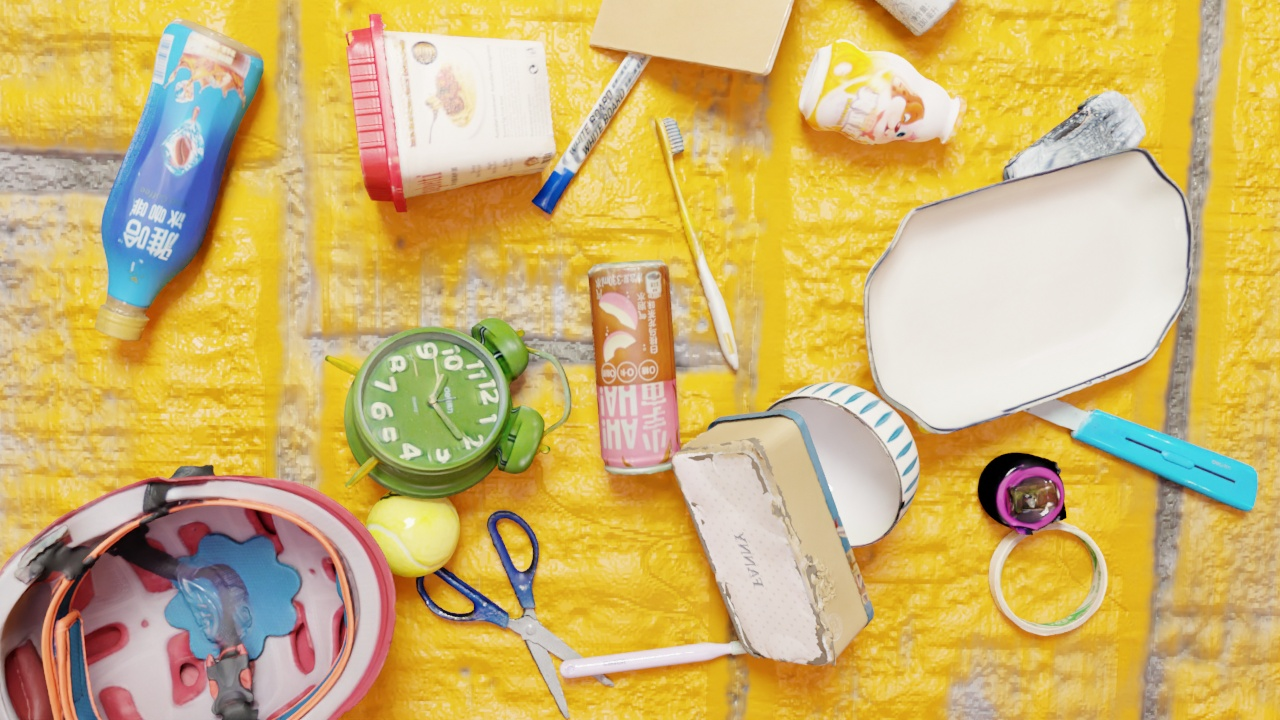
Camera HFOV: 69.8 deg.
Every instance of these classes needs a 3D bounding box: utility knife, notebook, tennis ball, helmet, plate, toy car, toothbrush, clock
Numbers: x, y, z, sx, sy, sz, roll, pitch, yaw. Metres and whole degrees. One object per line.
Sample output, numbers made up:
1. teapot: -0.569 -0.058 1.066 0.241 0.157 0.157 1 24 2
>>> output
1. utility knife: 0.373 0.064 0.685 0.188 0.018 0.034 21 94 -1
2. notebook: 0.055 -0.302 0.617 0.148 0.008 0.208 21 95 30
3. tennis ball: -0.162 0.121 0.653 0.065 0.065 0.065 0 94 -1
4. helmet: -0.286 0.170 0.619 0.239 0.144 0.207 -19 96 -14
5. plate: 0.265 -0.050 0.635 0.265 0.034 0.162 -18 108 -13
6. toy car: 0.312 -0.149 0.660 0.105 0.031 0.049 -38 93 3
7. toothbrush: 0.034 0.220 0.685 0.189 0.021 0.029 -7 71 -3
8. clock: -0.128 0.030 0.634 0.161 0.056 0.116 -10 74 -18
9. toothbrush: 0.045 -0.085 0.668 0.018 0.016 0.191 -18 94 -9

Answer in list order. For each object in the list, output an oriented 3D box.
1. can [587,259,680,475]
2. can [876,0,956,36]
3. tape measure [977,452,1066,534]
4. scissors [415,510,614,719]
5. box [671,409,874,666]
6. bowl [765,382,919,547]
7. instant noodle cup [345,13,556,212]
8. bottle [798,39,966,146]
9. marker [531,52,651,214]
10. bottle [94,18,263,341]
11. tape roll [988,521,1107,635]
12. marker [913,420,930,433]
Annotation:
1. can: -0.004 0.004 0.651 0.058 0.058 0.147 -4 94 -1
2. can: 0.159 -0.293 0.632 0.146 0.058 0.058 39 92 -4
3. tape measure: 0.281 0.097 0.673 0.058 0.039 0.057 -10 95 -1
4. scissors: -0.096 0.193 0.687 0.160 0.012 0.163 0 95 -3
5. box: 0.089 0.118 0.635 0.061 0.090 0.184 -28 104 -42
6. bowl: 0.144 0.065 0.644 0.066 0.117 0.116 -30 96 -41
7. instant noodle cup: -0.126 -0.165 0.616 0.124 0.116 0.116 -8 94 -13
8. bottle: 0.169 -0.181 0.638 0.108 0.063 0.063 15 94 -2
9. marker: -0.032 -0.170 0.658 0.017 0.017 0.146 33 93 -3
10. bottle: -0.325 -0.119 0.632 0.065 0.065 0.219 20 94 -3
11. tape roll: 0.307 0.163 0.692 0.086 0.014 0.086 0 95 -1
12. marker: 0.258 0.020 0.681 0.124 0.015 0.018 -28 95 -2
